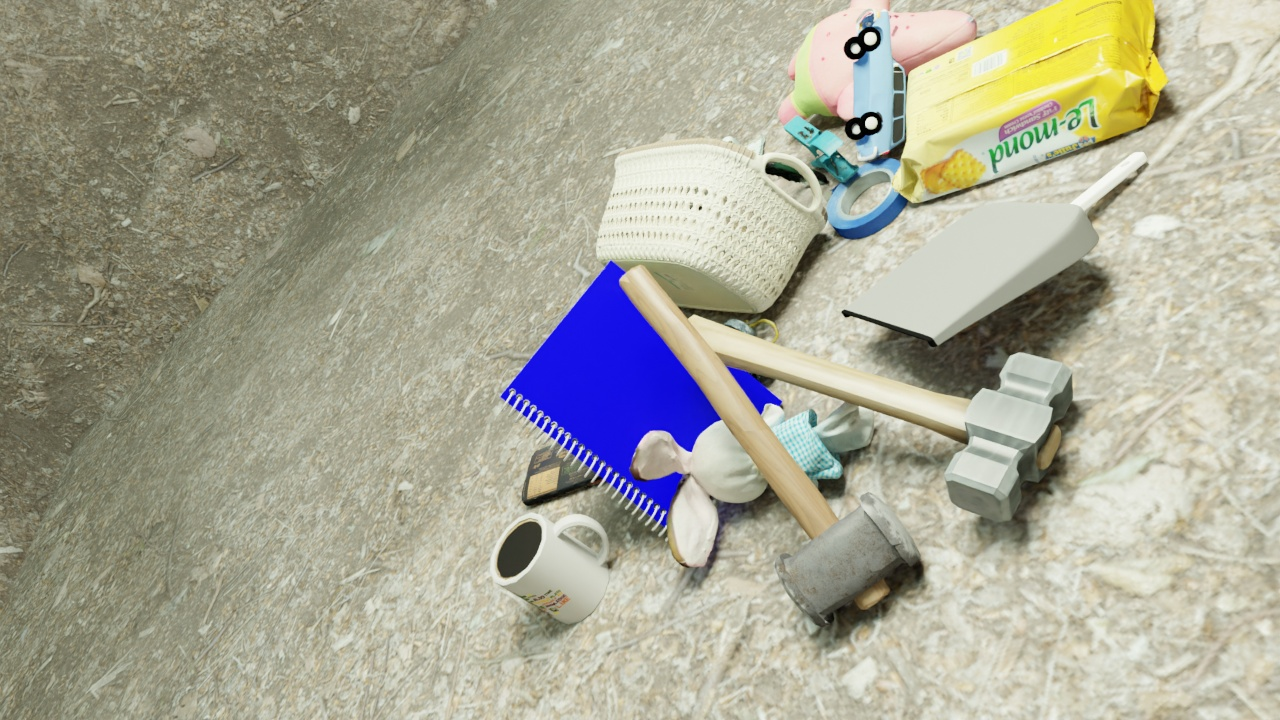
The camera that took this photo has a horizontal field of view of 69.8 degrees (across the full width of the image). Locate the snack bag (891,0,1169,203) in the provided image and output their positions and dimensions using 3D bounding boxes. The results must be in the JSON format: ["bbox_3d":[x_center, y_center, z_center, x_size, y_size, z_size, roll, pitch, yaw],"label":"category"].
[{"bbox_3d":[0.353,-0.254,0.857,0.248,0.068,0.159,-16,43,40],"label":"snack bag"}]

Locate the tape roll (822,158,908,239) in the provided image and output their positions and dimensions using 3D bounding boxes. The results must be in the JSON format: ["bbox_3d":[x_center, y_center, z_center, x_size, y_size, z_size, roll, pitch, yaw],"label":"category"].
[{"bbox_3d":[0.237,-0.168,0.953,0.091,0.016,0.092,-34,35,22],"label":"tape roll"}]

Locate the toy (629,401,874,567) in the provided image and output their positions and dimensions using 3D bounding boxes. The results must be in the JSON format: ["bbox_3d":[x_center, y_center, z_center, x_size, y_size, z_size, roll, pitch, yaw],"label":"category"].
[{"bbox_3d":[0.102,0.076,0.798,0.206,0.131,0.105,-25,17,14],"label":"toy"}]

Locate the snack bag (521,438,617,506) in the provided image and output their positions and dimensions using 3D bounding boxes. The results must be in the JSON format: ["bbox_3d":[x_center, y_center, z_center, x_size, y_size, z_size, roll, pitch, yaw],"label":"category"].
[{"bbox_3d":[-0.072,0.113,1.026,0.156,0.018,0.074,-23,40,35],"label":"snack bag"}]

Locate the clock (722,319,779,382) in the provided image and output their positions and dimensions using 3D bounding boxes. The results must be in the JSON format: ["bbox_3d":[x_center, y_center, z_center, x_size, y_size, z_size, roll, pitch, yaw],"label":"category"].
[{"bbox_3d":[0.085,0.005,0.921,0.129,0.052,0.090,-44,32,9],"label":"clock"}]

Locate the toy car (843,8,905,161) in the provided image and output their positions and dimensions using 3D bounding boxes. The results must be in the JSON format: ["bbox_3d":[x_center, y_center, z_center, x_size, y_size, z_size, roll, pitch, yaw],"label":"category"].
[{"bbox_3d":[0.248,-0.288,0.962,0.056,0.055,0.153,-129,36,-80],"label":"toy car"}]

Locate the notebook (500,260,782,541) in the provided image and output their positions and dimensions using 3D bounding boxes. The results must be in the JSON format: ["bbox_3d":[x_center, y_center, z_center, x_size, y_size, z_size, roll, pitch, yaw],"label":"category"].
[{"bbox_3d":[-0.001,0.040,0.854,0.171,0.209,0.022,-51,6,-4],"label":"notebook"}]

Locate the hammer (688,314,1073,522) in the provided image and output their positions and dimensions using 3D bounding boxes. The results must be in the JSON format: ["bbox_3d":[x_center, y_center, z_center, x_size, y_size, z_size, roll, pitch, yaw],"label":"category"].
[{"bbox_3d":[0.162,0.018,0.728,0.323,0.051,0.117,19,62,38],"label":"hammer"}]

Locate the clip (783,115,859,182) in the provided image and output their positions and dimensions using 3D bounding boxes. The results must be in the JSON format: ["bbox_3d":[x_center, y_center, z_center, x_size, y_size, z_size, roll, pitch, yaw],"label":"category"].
[{"bbox_3d":[0.190,-0.238,0.993,0.028,0.113,0.126,-43,33,9],"label":"clip"}]

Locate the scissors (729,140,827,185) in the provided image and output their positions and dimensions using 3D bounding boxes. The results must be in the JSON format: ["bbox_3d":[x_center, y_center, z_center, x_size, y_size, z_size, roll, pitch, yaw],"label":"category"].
[{"bbox_3d":[0.115,-0.215,1.025,0.202,0.204,0.015,-163,81,-84],"label":"scissors"}]

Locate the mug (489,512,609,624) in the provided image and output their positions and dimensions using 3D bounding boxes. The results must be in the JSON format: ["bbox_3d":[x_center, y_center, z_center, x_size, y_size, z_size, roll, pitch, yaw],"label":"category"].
[{"bbox_3d":[-0.077,0.192,0.884,0.105,0.089,0.073,-41,33,12],"label":"mug"}]

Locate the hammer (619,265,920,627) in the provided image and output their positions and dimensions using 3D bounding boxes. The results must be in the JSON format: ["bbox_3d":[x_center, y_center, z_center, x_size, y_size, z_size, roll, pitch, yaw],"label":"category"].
[{"bbox_3d":[0.084,0.050,0.723,0.098,0.052,0.328,-40,70,13],"label":"hammer"}]

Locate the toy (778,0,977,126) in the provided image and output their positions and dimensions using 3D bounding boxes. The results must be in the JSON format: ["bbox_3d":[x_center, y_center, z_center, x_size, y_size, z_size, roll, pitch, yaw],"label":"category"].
[{"bbox_3d":[0.262,-0.347,1.044,0.237,0.096,0.191,-7,64,38],"label":"toy"}]

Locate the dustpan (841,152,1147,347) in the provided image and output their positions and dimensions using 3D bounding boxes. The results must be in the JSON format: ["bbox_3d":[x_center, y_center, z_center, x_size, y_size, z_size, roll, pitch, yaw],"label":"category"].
[{"bbox_3d":[0.302,-0.097,0.746,0.257,0.033,0.163,-39,15,-1],"label":"dustpan"}]

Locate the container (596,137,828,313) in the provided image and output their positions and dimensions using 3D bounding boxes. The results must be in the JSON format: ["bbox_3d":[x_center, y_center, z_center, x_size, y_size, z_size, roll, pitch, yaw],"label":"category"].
[{"bbox_3d":[0.065,-0.142,0.989,0.247,0.184,0.142,11,74,57],"label":"container"}]

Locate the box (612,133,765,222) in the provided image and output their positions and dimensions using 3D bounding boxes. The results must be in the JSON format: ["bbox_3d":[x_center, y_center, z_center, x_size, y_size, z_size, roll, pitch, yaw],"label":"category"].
[{"bbox_3d":[0.061,-0.233,1.184,0.198,0.075,0.125,-24,20,31],"label":"box"}]
